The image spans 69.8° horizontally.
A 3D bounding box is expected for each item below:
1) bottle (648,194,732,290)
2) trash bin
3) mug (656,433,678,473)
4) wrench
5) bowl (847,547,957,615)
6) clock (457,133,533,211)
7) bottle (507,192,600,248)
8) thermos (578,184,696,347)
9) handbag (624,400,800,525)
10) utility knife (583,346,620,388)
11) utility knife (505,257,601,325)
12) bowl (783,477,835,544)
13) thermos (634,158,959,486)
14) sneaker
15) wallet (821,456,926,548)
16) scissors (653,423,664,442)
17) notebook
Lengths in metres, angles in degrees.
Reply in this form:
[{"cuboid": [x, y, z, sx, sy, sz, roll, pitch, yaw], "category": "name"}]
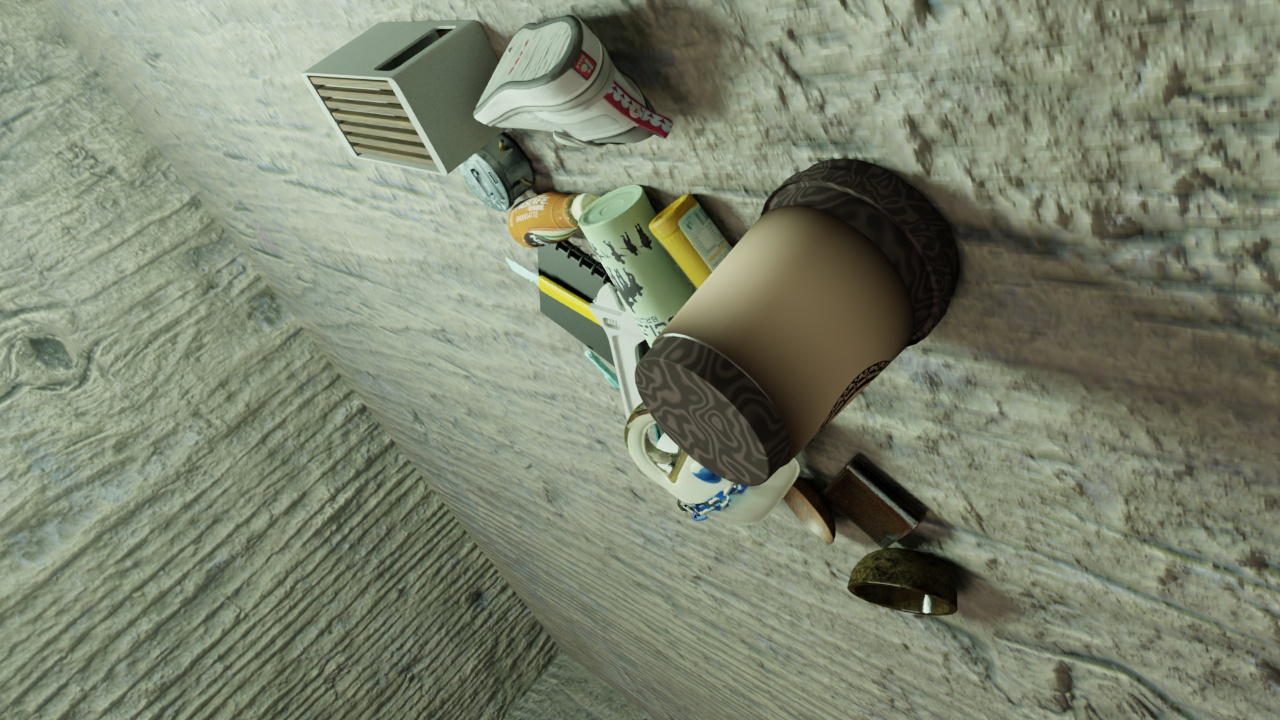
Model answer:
[{"cuboid": [0.084, -0.076, 0.909, 0.186, 0.053, 0.053, 51, 156, -14], "category": "bottle"}, {"cuboid": [-0.260, -0.299, 1.033, 0.229, 0.114, 0.114, 20, 146, 45], "category": "trash bin"}, {"cuboid": [0.075, 0.122, 1.234, 0.090, 0.073, 0.105, 22, 122, 43], "category": "mug"}, {"cuboid": [-0.007, 0.007, 1.151, 0.087, 0.018, 0.274, 18, 143, 26], "category": "wrench"}, {"cuboid": [0.303, 0.247, 1.053, 0.121, 0.056, 0.121, 14, 157, 6], "category": "bowl"}, {"cuboid": [-0.180, -0.226, 1.101, 0.130, 0.052, 0.090, 5, 134, 56], "category": "clock"}, {"cuboid": [-0.094, -0.165, 1.050, 0.059, 0.059, 0.167, 55, 155, -20], "category": "bottle"}, {"cuboid": [0.019, -0.073, 0.994, 0.082, 0.082, 0.231, 13, 141, 52], "category": "thermos"}, {"cuboid": [0.077, 0.109, 1.055, 0.199, 0.092, 0.201, 15, 140, -1], "category": "handbag"}, {"cuboid": [-0.054, 0.010, 1.286, 0.022, 0.015, 0.119, 33, 172, 36], "category": "utility knife"}, {"cuboid": [-0.098, -0.083, 1.175, 0.207, 0.018, 0.031, 29, 142, 22], "category": "utility knife"}, {"cuboid": [0.210, 0.176, 1.137, 0.102, 0.026, 0.114, 38, 163, 51], "category": "bowl"}, {"cuboid": [0.117, -0.026, 0.716, 0.173, 0.225, 0.173, 37, 155, 20], "category": "thermos"}, {"cuboid": [-0.071, -0.244, 0.862, 0.128, 0.096, 0.263, 31, 175, -29], "category": "sneaker"}, {"cuboid": [0.260, 0.165, 1.042, 0.099, 0.031, 0.120, 42, 159, 13], "category": "wallet"}, {"cuboid": [0.039, 0.104, 1.322, 0.148, 0.019, 0.132, 47, 154, -1], "category": "scissors"}, {"cuboid": [-0.044, -0.057, 1.174, 0.231, 0.019, 0.169, 36, 150, 20], "category": "notebook"}]
